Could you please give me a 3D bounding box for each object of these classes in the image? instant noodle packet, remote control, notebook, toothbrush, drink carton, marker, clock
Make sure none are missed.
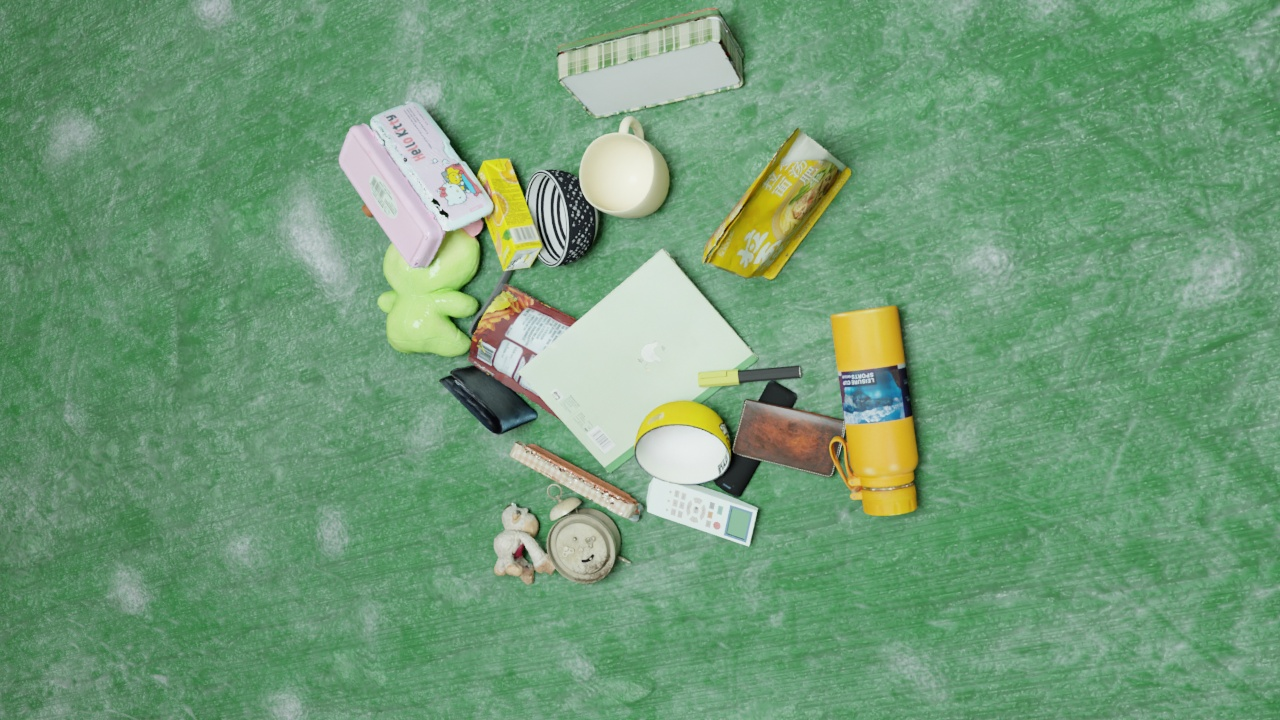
[{"bbox_3d":[0.142,-0.170,1.001,0.084,0.221,0.163,40,107,10],"label":"instant noodle packet"},{"bbox_3d":[0.076,0.184,1.152,0.143,0.024,0.050,16,107,19],"label":"remote control"},{"bbox_3d":[-0.007,0.007,1.153,0.253,0.010,0.182,-39,96,18],"label":"notebook"},{"bbox_3d":[-0.184,-0.106,1.222,0.013,0.012,0.167,31,93,33],"label":"toothbrush"},{"bbox_3d":[-0.175,-0.189,1.187,0.059,0.042,0.134,-45,62,56],"label":"drink carton"},{"bbox_3d":[0.139,0.097,1.127,0.041,0.020,0.152,31,102,15],"label":"remote control"},{"bbox_3d":[0.131,0.018,1.115,0.124,0.021,0.017,-5,63,12],"label":"marker"},{"bbox_3d":[-0.080,0.222,1.199,0.093,0.054,0.141,-31,90,20],"label":"clock"}]

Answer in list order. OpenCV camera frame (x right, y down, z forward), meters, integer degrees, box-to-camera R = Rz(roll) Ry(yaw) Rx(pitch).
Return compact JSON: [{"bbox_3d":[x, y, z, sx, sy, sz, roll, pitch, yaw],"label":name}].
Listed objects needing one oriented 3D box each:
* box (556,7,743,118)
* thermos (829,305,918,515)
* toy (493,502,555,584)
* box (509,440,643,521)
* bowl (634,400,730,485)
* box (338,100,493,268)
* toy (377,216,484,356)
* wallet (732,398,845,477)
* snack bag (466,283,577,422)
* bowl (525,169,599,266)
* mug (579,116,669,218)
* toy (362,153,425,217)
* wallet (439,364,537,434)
[{"bbox_3d":[0.012,-0.351,1.090,0.206,0.117,0.051,-8,74,22],"label":"box"},{"bbox_3d":[0.265,0.058,1.051,0.092,0.076,0.232,-7,92,47],"label":"thermos"},{"bbox_3d":[-0.163,0.244,1.232,0.085,0.074,0.105,132,132,-59],"label":"toy"},{"bbox_3d":[-0.083,0.155,1.187,0.187,0.082,0.041,26,91,19],"label":"box"},{"bbox_3d":[0.053,0.092,1.123,0.117,0.067,0.117,5,136,4],"label":"bowl"},{"bbox_3d":[-0.295,-0.229,1.164,0.146,0.077,0.201,-40,75,11],"label":"box"},{"bbox_3d":[-0.287,-0.101,1.231,0.150,0.107,0.197,5,104,22],"label":"toy"},{"bbox_3d":[0.177,0.092,1.098,0.123,0.019,0.072,13,99,7],"label":"wallet"},{"bbox_3d":[-0.117,0.000,1.194,0.208,0.066,0.139,30,103,10],"label":"snack bag"},{"bbox_3d":[-0.091,-0.182,1.159,0.120,0.066,0.120,30,126,53],"label":"bowl"},{"bbox_3d":[-0.012,-0.233,1.117,0.096,0.099,0.120,7,94,18],"label":"mug"},{"bbox_3d":[-0.335,-0.240,1.255,0.128,0.065,0.095,-29,67,21],"label":"toy"},{"bbox_3d":[-0.198,0.047,1.212,0.115,0.089,0.026,42,112,12],"label":"wallet"}]
